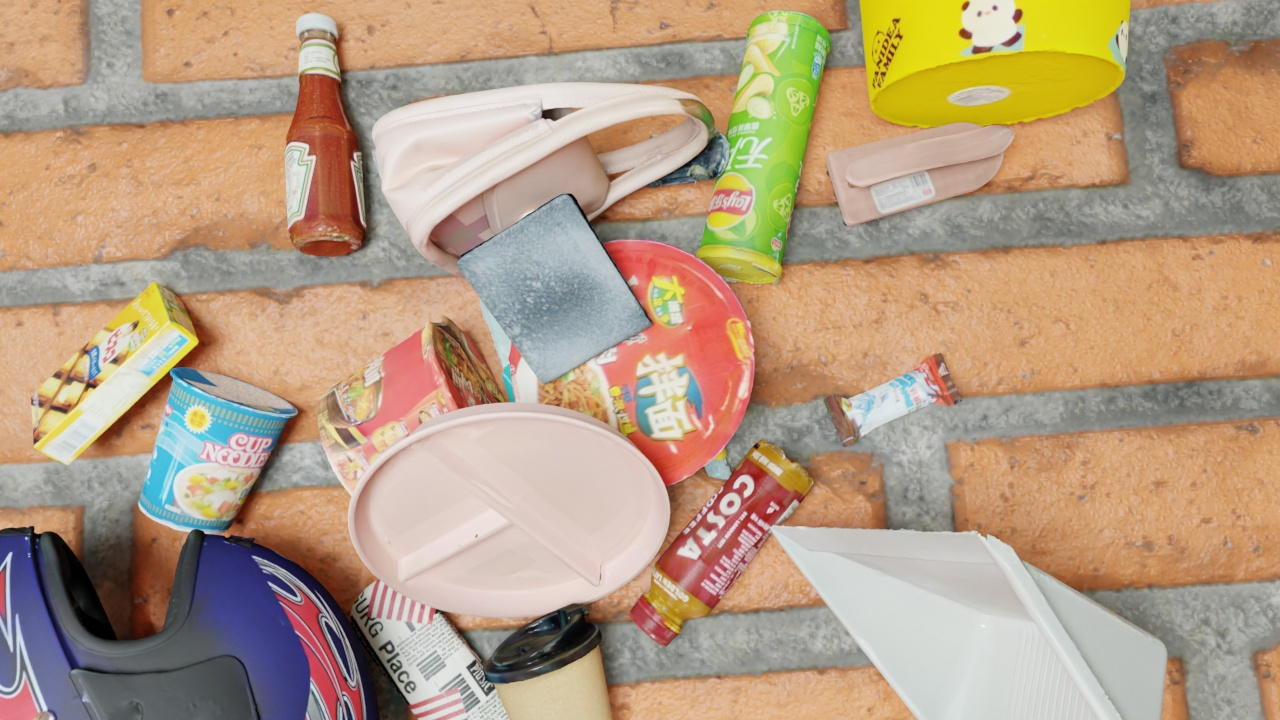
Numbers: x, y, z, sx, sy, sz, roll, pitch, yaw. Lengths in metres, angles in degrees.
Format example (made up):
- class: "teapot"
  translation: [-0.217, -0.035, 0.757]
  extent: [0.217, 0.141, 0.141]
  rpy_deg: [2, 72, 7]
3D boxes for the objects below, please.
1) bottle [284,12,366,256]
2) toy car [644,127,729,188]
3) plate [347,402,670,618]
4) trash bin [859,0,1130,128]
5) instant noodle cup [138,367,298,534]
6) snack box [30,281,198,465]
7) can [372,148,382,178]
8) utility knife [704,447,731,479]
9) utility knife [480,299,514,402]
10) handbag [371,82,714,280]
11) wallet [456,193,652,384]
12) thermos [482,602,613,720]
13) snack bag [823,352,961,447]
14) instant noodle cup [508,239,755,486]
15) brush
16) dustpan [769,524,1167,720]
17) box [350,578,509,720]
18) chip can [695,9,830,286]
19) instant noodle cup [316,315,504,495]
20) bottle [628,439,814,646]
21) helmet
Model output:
- class: "bottle"
  translation: [-0.267, -0.191, 0.771]
  extent: [0.060, 0.060, 0.206]
  rpy_deg: [-6, 79, 0]
- class: "toy car"
  translation: [0.035, -0.163, 0.753]
  extent: [0.091, 0.034, 0.043]
  rpy_deg: [1, 73, 44]
- class: "plate"
  translation: [-0.093, 0.113, 0.670]
  extent: [0.229, 0.230, 0.028]
  rpy_deg: [-8, 41, 0]
- class: "trash bin"
  translation: [0.269, -0.329, 0.706]
  extent: [0.229, 0.229, 0.255]
  rpy_deg: [-1, 88, 0]
- class: "instant noodle cup"
  translation: [-0.339, 0.074, 0.724]
  extent: [0.099, 0.099, 0.110]
  rpy_deg: [22, 91, 3]
- class: "snack box"
  translation: [-0.423, 0.008, 0.735]
  extent: [0.140, 0.034, 0.087]
  rpy_deg: [-43, 42, -6]
- class: "can"
  translation: [-0.152, -0.177, 0.768]
  extent: [0.132, 0.053, 0.053]
  rpy_deg: [-21, 83, -2]
- class: "utility knife"
  translation: [0.038, 0.021, 0.759]
  extent: [0.033, 0.015, 0.171]
  rpy_deg: [-23, 83, 1]
- class: "utility knife"
  translation: [-0.091, 0.041, 0.759]
  extent: [0.029, 0.013, 0.218]
  rpy_deg: [-20, 85, 0]
- class: "handbag"
  translation: [-0.059, -0.145, 0.683]
  extent: [0.234, 0.193, 0.093]
  rpy_deg: [-20, 81, 5]
- class: "wallet"
  translation: [-0.061, -0.050, 0.670]
  extent: [0.097, 0.019, 0.121]
  rpy_deg: [-29, 115, 8]
- class: "thermos"
  translation: [-0.059, 0.267, 0.696]
  extent: [0.093, 0.093, 0.143]
  rpy_deg: [-18, 91, -2]
- class: "snack bag"
  translation: [0.206, 0.033, 0.751]
  extent: [0.104, 0.026, 0.048]
  rpy_deg: [-19, 71, -2]
- class: "instant noodle cup"
  translation: [-0.004, 0.004, 0.726]
  extent: [0.194, 0.066, 0.194]
  rpy_deg: [-1, 87, 11]
- class: "brush"
  translation: [0.230, -0.158, 0.752]
  extent: [0.145, 0.073, 0.063]
  rpy_deg: [-15, 82, -3]
- class: "dustpan"
  translation: [0.231, 0.225, 0.626]
  extent: [0.257, 0.223, 0.142]
  rpy_deg: [25, 72, -20]
- class: "box"
  translation: [-0.164, 0.241, 0.725]
  extent: [0.068, 0.051, 0.164]
  rpy_deg: [-39, 82, 5]
- class: "chip can"
  translation: [0.102, -0.176, 0.756]
  extent: [0.072, 0.072, 0.221]
  rpy_deg: [12, 83, 2]
- class: "instant noodle cup"
  translation: [-0.170, 0.050, 0.704]
  extent: [0.108, 0.138, 0.138]
  rpy_deg: [-27, 83, 5]
- class: "bottle"
  translation: [0.061, 0.145, 0.721]
  extent: [0.057, 0.057, 0.175]
  rpy_deg: [40, 85, 5]
- class: "helmet"
  translation: [-0.313, 0.236, 0.626]
  extent: [0.239, 0.248, 0.315]
  rpy_deg: [-21, 78, -30]
